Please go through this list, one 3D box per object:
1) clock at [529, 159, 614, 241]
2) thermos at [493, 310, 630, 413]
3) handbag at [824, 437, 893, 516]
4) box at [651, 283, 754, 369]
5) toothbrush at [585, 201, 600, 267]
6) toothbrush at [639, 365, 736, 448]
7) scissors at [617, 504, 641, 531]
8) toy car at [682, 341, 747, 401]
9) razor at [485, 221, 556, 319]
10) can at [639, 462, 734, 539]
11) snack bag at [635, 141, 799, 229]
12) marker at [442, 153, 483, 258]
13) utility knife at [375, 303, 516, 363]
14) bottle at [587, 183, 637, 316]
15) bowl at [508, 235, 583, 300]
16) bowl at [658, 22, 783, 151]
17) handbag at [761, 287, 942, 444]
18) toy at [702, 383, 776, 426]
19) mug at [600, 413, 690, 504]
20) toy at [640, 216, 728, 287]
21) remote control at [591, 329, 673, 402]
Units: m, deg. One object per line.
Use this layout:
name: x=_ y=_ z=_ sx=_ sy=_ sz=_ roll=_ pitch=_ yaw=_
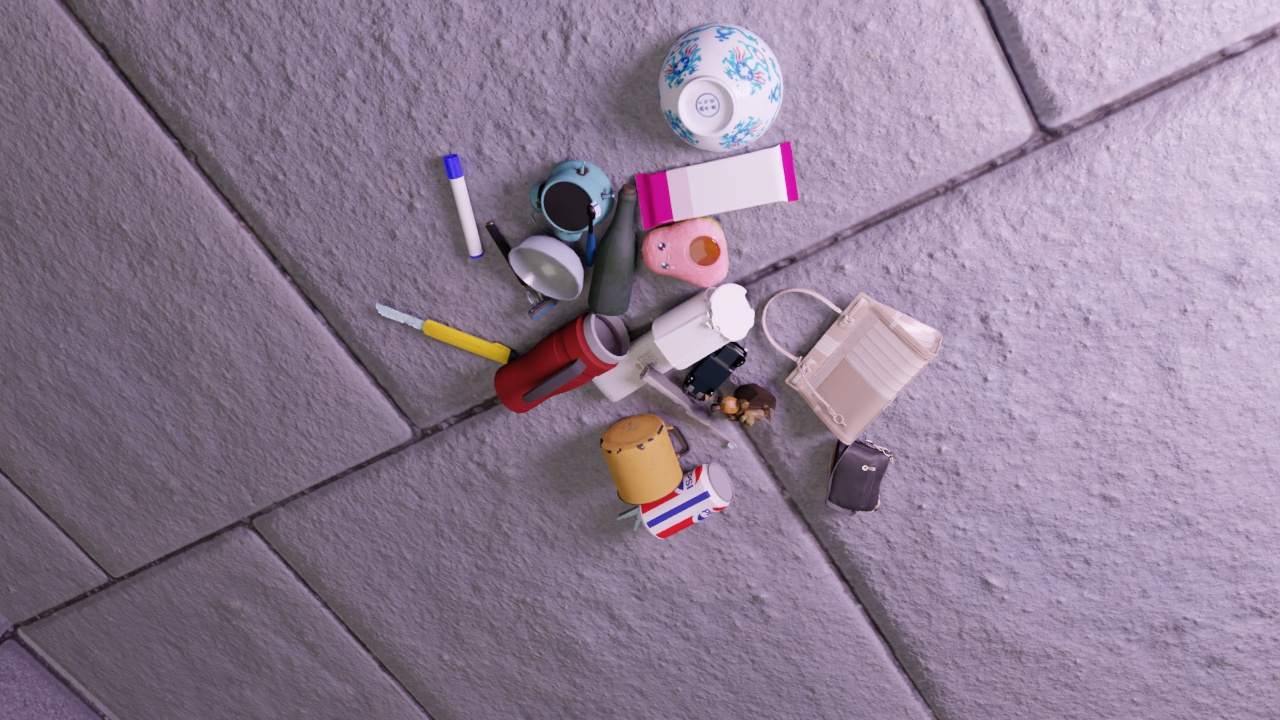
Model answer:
clock: x=-0.092 y=-0.197 z=1.156 sx=0.125 sy=0.053 sz=0.090 roll=-32 pitch=107 yaw=36
thermos: x=-0.114 y=0.010 z=1.265 sx=0.199 sy=0.107 sz=0.084 roll=-28 pitch=110 yaw=34
handbag: x=0.298 y=0.161 z=1.256 sx=0.079 sy=0.054 sz=0.129 roll=10 pitch=122 yaw=8
box: x=0.083 y=-0.046 z=1.173 sx=0.144 sy=0.089 sz=0.080 roll=-31 pitch=96 yaw=30
toothbrush: x=-0.061 y=-0.154 z=1.142 sx=0.014 sy=0.014 sz=0.168 roll=53 pitch=167 yaw=12
toothbrush: x=0.072 y=0.068 z=1.279 sx=0.185 sy=0.022 sz=0.024 roll=39 pitch=86 yaw=-23
scissors: x=0.023 y=0.225 z=1.420 sx=0.111 sy=0.015 sz=0.141 roll=20 pitch=130 yaw=3
toy car: x=0.099 y=0.011 z=1.236 sx=0.046 sy=0.034 sz=0.112 roll=36 pitch=126 yaw=-5
razor: x=-0.169 y=-0.126 z=1.251 sx=0.042 sy=0.022 sz=0.144 roll=-34 pitch=106 yaw=-11
can: x=0.067 y=0.206 z=1.346 sx=0.132 sy=0.070 sz=0.070 roll=-32 pitch=107 yaw=26
snack bag: x=0.089 y=-0.207 z=1.097 sx=0.197 sy=0.016 sz=0.070 roll=-8 pitch=96 yaw=23
marker: x=-0.236 y=-0.204 z=1.222 sx=0.020 sy=0.020 sz=0.142 roll=1 pitch=122 yaw=18
utility knife: x=-0.287 y=-0.040 z=1.348 sx=0.224 sy=0.019 sz=0.031 roll=19 pitch=120 yaw=1
bottle: x=-0.029 y=-0.142 z=1.169 sx=0.055 sy=0.055 sz=0.174 roll=17 pitch=125 yaw=8
bowl: x=-0.118 y=-0.128 z=1.205 sx=0.106 sy=0.039 sz=0.106 roll=22 pitch=154 yaw=12
bowl: x=0.081 y=-0.292 z=1.019 sx=0.144 sy=0.074 sz=0.144 roll=9 pitch=124 yaw=13
handbag: x=0.244 y=-0.018 z=1.165 sx=0.198 sy=0.062 sz=0.176 roll=37 pitch=126 yaw=4
toy: x=0.132 y=0.060 z=1.232 sx=0.100 sy=0.062 sz=0.076 roll=6 pitch=148 yaw=-20
mug: x=0.011 y=0.133 z=1.317 sx=0.123 sy=0.100 sz=0.094 roll=-26 pitch=115 yaw=-13
toy: x=0.055 y=-0.134 z=1.146 sx=0.110 sy=0.051 sz=0.090 roll=0 pitch=117 yaw=21
remote control: x=-0.008 y=0.007 z=1.277 sx=0.139 sy=0.025 sz=0.060 roll=-32 pitch=107 yaw=31
